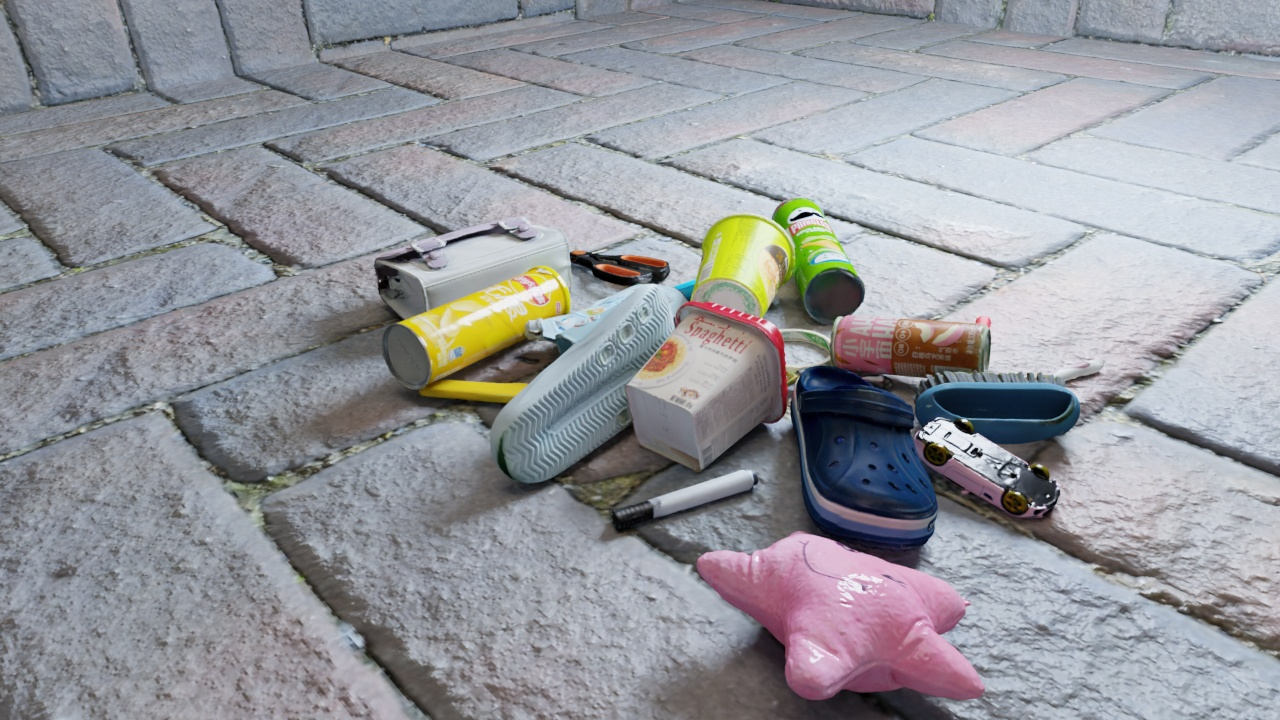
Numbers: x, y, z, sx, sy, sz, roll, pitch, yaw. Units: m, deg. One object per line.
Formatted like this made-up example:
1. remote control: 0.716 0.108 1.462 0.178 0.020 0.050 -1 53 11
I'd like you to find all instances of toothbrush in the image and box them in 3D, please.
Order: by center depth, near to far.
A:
1. toothbrush: 0.383 0.019 0.905 0.187 0.017 0.016 -12 27 -17

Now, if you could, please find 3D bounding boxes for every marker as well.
1. marker: 0.037 0.113 0.759 0.130 0.018 0.022 -14 22 -20
2. marker: 0.354 -0.010 0.960 0.017 0.017 0.144 10 31 20

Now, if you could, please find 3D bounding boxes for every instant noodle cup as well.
1. instant noodle cup: 0.058 0.025 0.829 0.116 0.117 0.124 21 48 34
2. instant noodle cup: 0.109 -0.088 1.036 0.112 0.112 0.123 7 39 16

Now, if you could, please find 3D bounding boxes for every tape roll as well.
1. tape roll: 0.164 -0.009 0.972 0.086 0.014 0.085 -2 30 1

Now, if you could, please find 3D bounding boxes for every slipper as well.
1. slipper: 0.185 0.060 0.756 0.105 0.095 0.252 9 24 -2
2. slipper: -0.051 0.021 0.846 0.074 0.104 0.244 9 40 43

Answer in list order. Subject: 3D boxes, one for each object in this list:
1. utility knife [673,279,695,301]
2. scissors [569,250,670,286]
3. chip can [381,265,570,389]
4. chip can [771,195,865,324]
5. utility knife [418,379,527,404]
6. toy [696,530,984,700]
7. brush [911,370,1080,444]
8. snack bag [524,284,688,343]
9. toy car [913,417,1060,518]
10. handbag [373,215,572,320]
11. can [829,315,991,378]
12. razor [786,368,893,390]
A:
1. utility knife: 0.100 -0.102 1.140 0.224 0.018 0.034 -23 35 -36
2. scissors: -0.061 -0.133 1.207 0.152 0.022 0.235 -12 26 -30
3. chip can: -0.167 -0.038 0.971 0.072 0.072 0.212 19 32 32
4. chip can: 0.213 -0.128 1.124 0.072 0.072 0.235 -2 30 0
5. utility knife: -0.153 0.032 0.916 0.156 0.015 0.033 4 24 13
6. toy: 0.138 0.161 0.610 0.178 0.075 0.194 5 14 -20
7. brush: 0.320 0.047 0.821 0.144 0.055 0.073 1 29 4
8. snack bag: -0.034 -0.046 0.997 0.110 0.039 0.190 18 26 30
9. toy car: 0.286 0.091 0.766 0.122 0.037 0.056 34 47 28
10. handbag: -0.200 -0.109 1.098 0.196 0.098 0.145 -22 30 -33
11. can: 0.267 -0.013 0.911 0.147 0.058 0.057 6 29 28
12. razor: 0.180 0.019 0.914 0.143 0.022 0.042 1 31 4
